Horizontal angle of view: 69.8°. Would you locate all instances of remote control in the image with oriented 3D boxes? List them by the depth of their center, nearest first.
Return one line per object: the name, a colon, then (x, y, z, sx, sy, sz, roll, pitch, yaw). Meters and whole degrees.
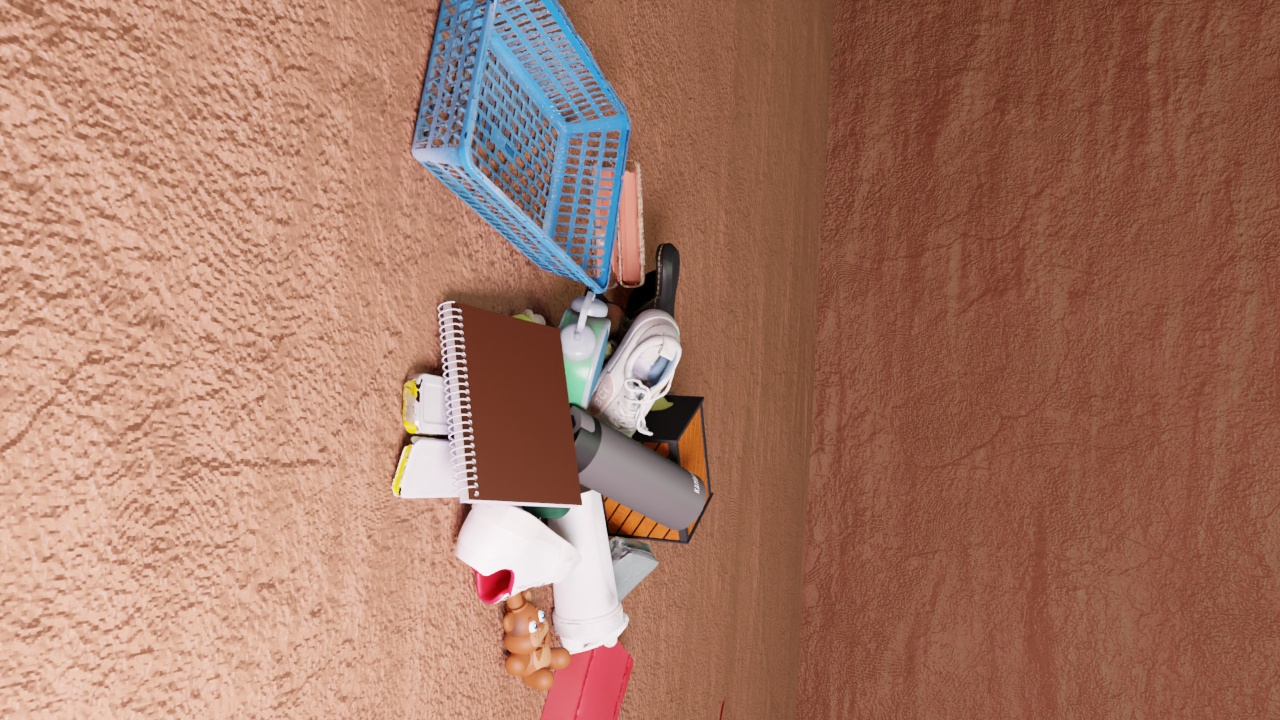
remote control: (-0.049, -0.076, 1.363, 0.136, 0.015, 0.032, 47, 49, -62)

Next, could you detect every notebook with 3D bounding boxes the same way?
notebook: (-0.138, 0.050, 0.980, 0.171, 0.022, 0.209, 13, 62, -49)

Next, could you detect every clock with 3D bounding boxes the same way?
clock: (-0.081, -0.017, 1.149, 0.121, 0.075, 0.162, -74, 180, -47)

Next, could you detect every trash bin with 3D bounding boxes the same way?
trash bin: (0.017, 0.159, 1.384, 0.139, 0.140, 0.172, -50, 138, -58)

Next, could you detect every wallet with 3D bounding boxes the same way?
wallet: (-0.037, 0.303, 1.338, 0.100, 0.054, 0.131, -46, 156, 3)

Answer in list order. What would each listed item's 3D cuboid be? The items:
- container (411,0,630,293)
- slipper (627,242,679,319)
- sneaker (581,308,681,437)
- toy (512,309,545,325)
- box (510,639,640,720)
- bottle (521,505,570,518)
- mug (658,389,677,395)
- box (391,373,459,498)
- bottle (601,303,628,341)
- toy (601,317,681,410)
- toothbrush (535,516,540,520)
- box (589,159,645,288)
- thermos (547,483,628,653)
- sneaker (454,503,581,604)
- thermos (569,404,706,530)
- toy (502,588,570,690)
container: (-0.125, -0.252, 1.040, 0.362, 0.089, 0.256, 41, 53, -64)
slipper: (0.014, -0.072, 1.450, 0.112, 0.076, 0.268, -71, 169, -46)
sneaker: (-0.018, 0.051, 1.212, 0.243, 0.089, 0.090, -61, -157, 26)
toy: (-0.137, -0.016, 1.094, 0.115, 0.046, 0.092, -61, 147, -63)
box: (-0.082, 0.484, 1.278, 0.154, 0.164, 0.214, -43, -157, 51)
bottle: (-0.118, 0.115, 1.052, 0.061, 0.061, 0.131, -60, 143, -46)
mug: (0.024, 0.118, 1.507, 0.111, 0.079, 0.097, -37, 132, -28)
box: (-0.194, 0.085, 0.984, 0.209, 0.036, 0.129, 20, 76, -69)
bottle: (-0.034, -0.036, 1.348, 0.105, 0.056, 0.056, 53, 43, -59)
toy: (-0.008, 0.008, 1.294, 0.179, 0.078, 0.153, 7, 121, -37)
toothbrush: (-0.129, 0.201, 1.172, 0.016, 0.017, 0.189, -45, 133, -62)
box: (-0.034, -0.196, 1.318, 0.042, 0.083, 0.187, -47, 134, -76)
thermos: (-0.075, 0.275, 1.219, 0.099, 0.099, 0.220, -26, 111, -67)
sneaker: (-0.146, 0.232, 1.057, 0.104, 0.090, 0.237, -59, 159, -14)
thermos: (-0.023, 0.141, 1.189, 0.240, 0.082, 0.082, 33, 57, -36)
toy: (-0.133, 0.331, 1.113, 0.094, 0.065, 0.128, -51, 134, -61)
